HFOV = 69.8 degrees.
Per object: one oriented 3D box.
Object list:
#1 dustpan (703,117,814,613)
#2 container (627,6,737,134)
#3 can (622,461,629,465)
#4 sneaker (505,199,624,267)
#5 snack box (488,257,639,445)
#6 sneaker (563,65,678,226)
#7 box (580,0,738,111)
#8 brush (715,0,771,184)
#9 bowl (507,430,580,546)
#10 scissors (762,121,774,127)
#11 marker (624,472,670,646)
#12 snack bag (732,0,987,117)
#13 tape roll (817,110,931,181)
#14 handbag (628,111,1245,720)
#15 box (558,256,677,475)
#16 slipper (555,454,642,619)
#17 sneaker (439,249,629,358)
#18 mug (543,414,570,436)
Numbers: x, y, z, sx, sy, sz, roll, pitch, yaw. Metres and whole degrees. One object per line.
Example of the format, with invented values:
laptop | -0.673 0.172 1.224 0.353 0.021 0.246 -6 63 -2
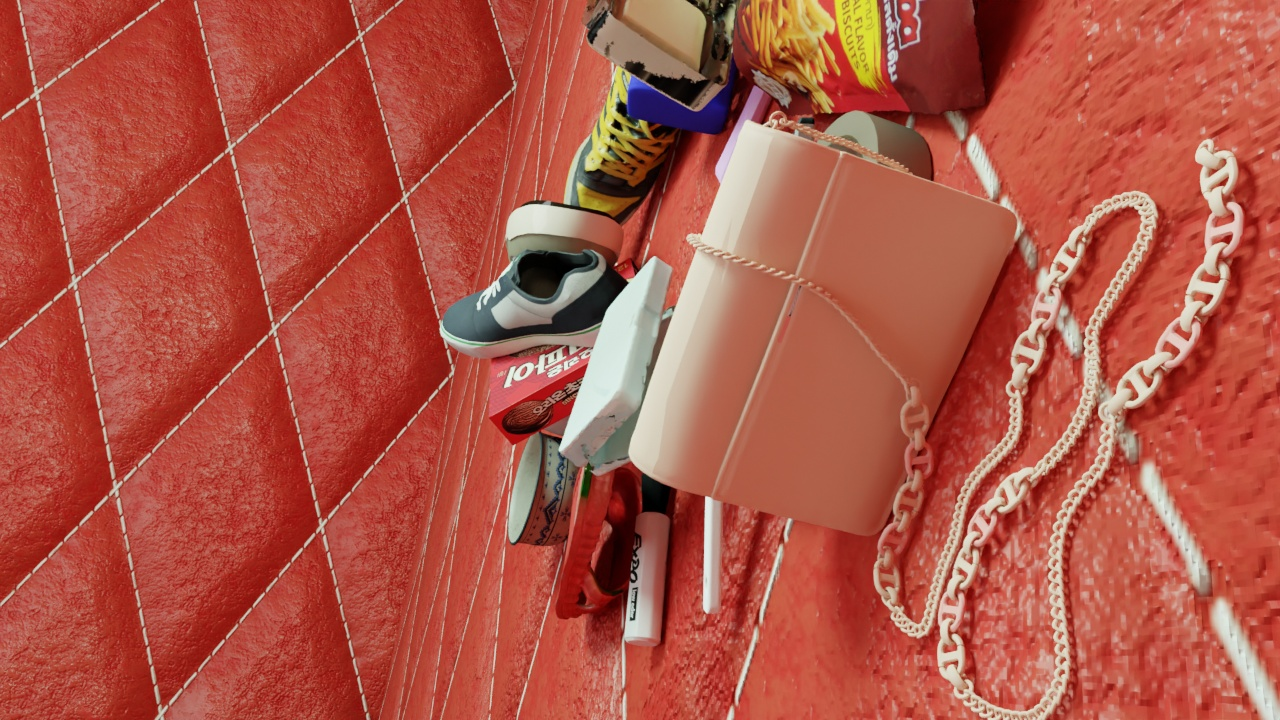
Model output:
dustpan | 0.055 0.012 0.515 0.163 0.033 0.257 -175 87 -83
container | 0.040 -0.252 0.735 0.084 0.085 0.113 90 -168 -88
can | -0.009 0.048 0.721 0.097 0.054 0.054 136 145 -62
sneaker | -0.088 -0.062 0.928 0.294 0.111 0.116 126 153 -74
snack box | -0.059 -0.011 0.808 0.152 0.036 0.132 -29 31 11
sneaker | -0.002 -0.217 0.858 0.122 0.086 0.239 -114 44 -72
box | -0.026 -0.249 0.614 0.081 0.181 0.143 -39 32 47
brush | 0.089 -0.232 0.643 0.089 0.043 0.229 -102 31 -57
bowl | -0.087 0.129 0.904 0.115 0.059 0.115 -167 91 -74
scissors | 0.086 -0.095 0.584 0.135 0.019 0.130 -171 86 -82
marker | 0.007 0.134 0.643 0.025 0.025 0.125 131 149 -58
snack bag | 0.115 -0.195 0.479 0.208 0.066 0.139 -144 48 -71
tape roll | 0.108 -0.077 0.469 0.094 0.030 0.093 -167 91 -74
handbag | 0.082 -0.003 0.334 0.187 0.116 0.199 -117 43 -67
box | -0.007 0.000 0.630 0.198 0.086 0.072 -78 -31 -60
slipper | -0.027 0.131 0.701 0.249 0.059 0.103 103 175 -56
sneaker | -0.106 -0.057 0.802 0.236 0.079 0.084 -3 44 42
mug | -0.073 0.021 0.897 0.071 0.089 0.107 136 145 -62
